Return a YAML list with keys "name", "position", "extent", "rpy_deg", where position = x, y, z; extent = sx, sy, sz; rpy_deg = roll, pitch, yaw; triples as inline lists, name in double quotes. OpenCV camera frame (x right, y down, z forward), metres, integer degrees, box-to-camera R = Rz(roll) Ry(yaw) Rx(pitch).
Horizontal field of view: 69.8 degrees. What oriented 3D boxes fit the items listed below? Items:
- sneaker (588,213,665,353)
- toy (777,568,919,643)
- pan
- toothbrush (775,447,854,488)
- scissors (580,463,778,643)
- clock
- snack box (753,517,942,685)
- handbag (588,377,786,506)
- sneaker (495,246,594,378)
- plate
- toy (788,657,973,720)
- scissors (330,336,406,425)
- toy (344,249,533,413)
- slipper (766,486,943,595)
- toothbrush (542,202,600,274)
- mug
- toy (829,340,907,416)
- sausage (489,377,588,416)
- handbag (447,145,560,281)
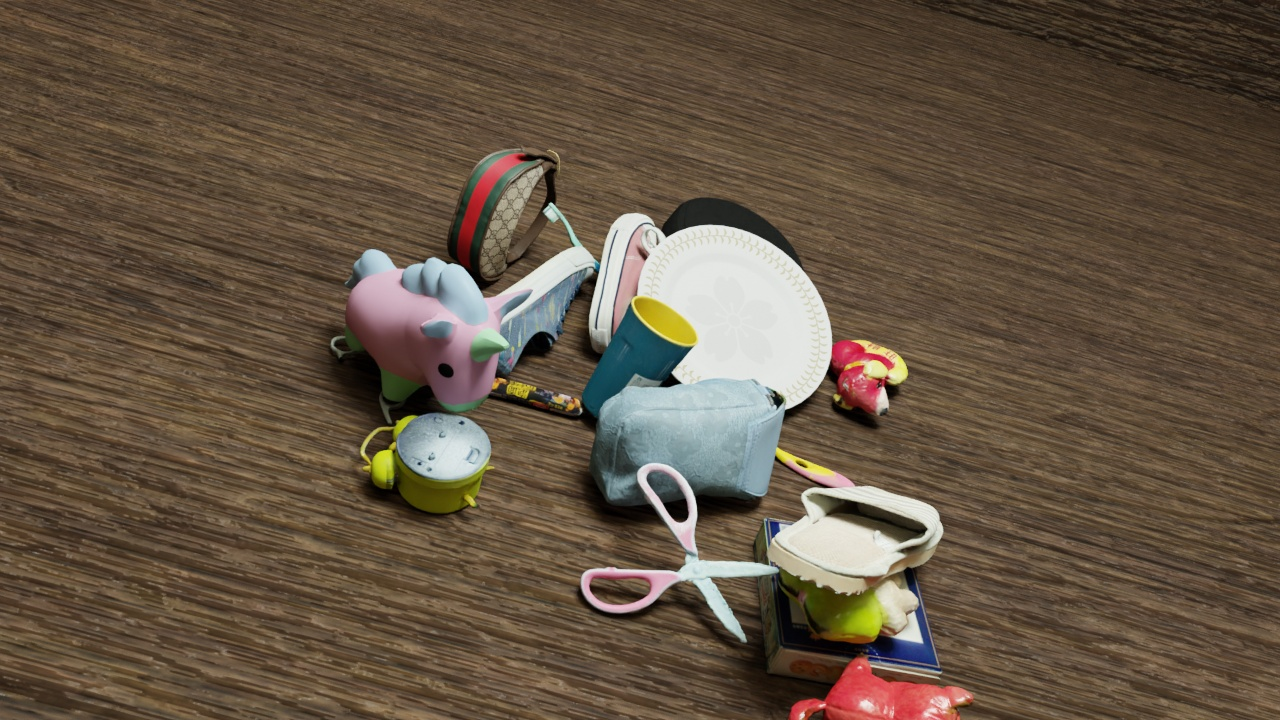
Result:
- name: "sneaker"
  position: [0.004, -0.096, 1.088]
  extent: [0.088, 0.118, 0.240]
  rpy_deg: [1, 42, 12]
- name: "toy"
  position: [0.178, 0.197, 0.765]
  extent: [0.117, 0.043, 0.092]
  rpy_deg: [2, 29, -28]
- name: "pan"
  position: [0.115, -0.086, 1.139]
  extent: [0.204, 0.044, 0.354]
  rpy_deg: [24, 41, -12]
- name: "toothbrush"
  position: [0.162, 0.106, 0.968]
  extent: [0.135, 0.016, 0.021]
  rpy_deg: [26, 37, 8]
- name: "scissors"
  position: [0.034, 0.161, 0.789]
  extent: [0.170, 0.014, 0.168]
  rpy_deg: [0, 73, -1]
- name: "clock"
  position: [-0.191, 0.087, 0.822]
  extent: [0.119, 0.057, 0.083]
  rpy_deg: [20, 39, 3]
- name: "snack box"
  position: [0.178, 0.216, 0.814]
  extent: [0.144, 0.043, 0.144]
  rpy_deg: [11, 38, -7]
- name: "handbag"
  position: [0.042, 0.074, 0.887]
  extent: [0.191, 0.122, 0.118]
  rpy_deg: [-3, 25, -21]
- name: "sneaker"
  position: [-0.109, -0.057, 1.019]
  extent: [0.079, 0.088, 0.234]
  rpy_deg: [54, 37, -5]
- name: "plate"
  position: [0.108, -0.048, 1.048]
  extent: [0.242, 0.016, 0.242]
  rpy_deg: [9, 61, -18]
- name: "toy"
  position: [0.180, 0.268, 0.693]
  extent: [0.133, 0.094, 0.088]
  rpy_deg: [10, 68, -6]
- name: "scissors"
  position: [-0.246, 0.003, 0.940]
  extent: [0.141, 0.014, 0.174]
  rpy_deg: [6, 42, -13]
- name: "toy"
  position: [-0.207, -0.042, 0.861]
  extent: [0.119, 0.172, 0.222]
  rpy_deg: [-24, 61, -42]
- name: "slipper"
  position: [0.191, 0.145, 0.790]
  extent: [0.115, 0.054, 0.272]
  rpy_deg: [13, 9, 32]
- name: "toothbrush"
  position: [-0.073, -0.136, 1.115]
  extent: [0.017, 0.135, 0.022]
  rpy_deg: [-42, 28, -4]
- name: "mug"
  position: [-0.006, 0.005, 0.930]
  extent: [0.078, 0.122, 0.078]
  rpy_deg: [27, 25, -14]
- name: "toy"
  position: [0.262, 0.011, 1.087]
  extent: [0.105, 0.067, 0.137]
  rpy_deg: [22, 30, 12]
- name: "sausage"
  position: [-0.128, 0.032, 0.943]
  extent: [0.155, 0.020, 0.020]
  rpy_deg: [15, 38, -3]
- name: "handbag"
  position: [-0.151, -0.175, 1.070]
  extent: [0.063, 0.167, 0.138]
  rpy_deg: [34, 28, 18]
